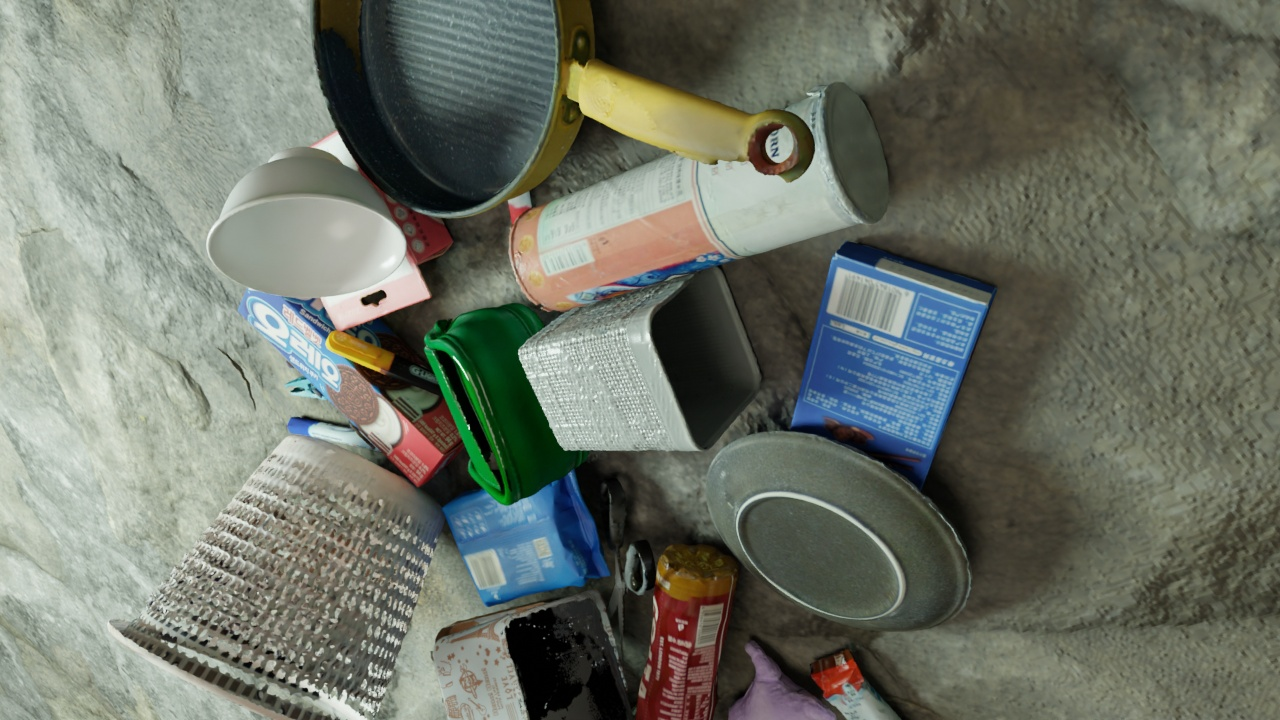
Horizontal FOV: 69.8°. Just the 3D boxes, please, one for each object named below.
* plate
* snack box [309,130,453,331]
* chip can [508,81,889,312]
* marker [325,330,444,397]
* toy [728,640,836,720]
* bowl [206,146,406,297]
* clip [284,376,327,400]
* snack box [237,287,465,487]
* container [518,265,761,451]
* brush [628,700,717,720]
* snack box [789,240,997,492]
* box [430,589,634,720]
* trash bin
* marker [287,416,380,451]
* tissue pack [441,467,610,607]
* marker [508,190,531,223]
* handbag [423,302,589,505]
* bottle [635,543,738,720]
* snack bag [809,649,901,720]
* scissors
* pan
[{"bbox_3d":[0.116,0.119,0.584,0.179,0.024,0.180,24,141,21],"label":"plate"},{"bbox_3d":[-0.202,-0.097,0.663,0.113,0.044,0.127,-14,108,36],"label":"snack box"},{"bbox_3d":[0.023,-0.082,0.513,0.215,0.071,0.071,-13,110,37],"label":"chip can"},{"bbox_3d":[-0.179,0.007,0.700,0.124,0.018,0.015,25,142,-16],"label":"marker"},{"bbox_3d":[0.098,0.272,0.703,0.084,0.038,0.108,41,137,27],"label":"toy"},{"bbox_3d":[-0.213,-0.097,0.589,0.119,0.118,0.064,-33,59,40],"label":"bowl"},{"bbox_3d":[-0.294,0.022,0.813,0.057,0.015,0.049,-6,116,33],"label":"clip"},{"bbox_3d":[-0.223,0.004,0.729,0.207,0.057,0.058,45,131,1],"label":"snack box"},{"bbox_3d":[-0.003,0.003,0.572,0.115,0.090,0.090,-9,112,38],"label":"container"},{"bbox_3d":[0.008,0.326,0.775,0.069,0.063,0.146,54,133,11],"label":"brush"},{"bbox_3d":[0.137,0.016,0.530,0.084,0.026,0.157,22,127,20],"label":"snack box"},{"bbox_3d":[-0.111,0.292,0.732,0.193,0.156,0.183,-23,76,26],"label":"box"},{"bbox_3d":[-0.267,0.176,0.744,0.227,0.191,0.228,22,159,9],"label":"trash bin"},{"bbox_3d":[-0.258,0.068,0.816,0.146,0.016,0.017,7,121,29],"label":"marker"},{"bbox_3d":[-0.088,0.135,0.719,0.158,0.052,0.095,-23,89,39],"label":"tissue pack"},{"bbox_3d":[-0.083,-0.136,0.583,0.017,0.017,0.145,9,122,28],"label":"marker"},{"bbox_3d":[-0.099,0.027,0.647,0.120,0.067,0.131,14,126,58],"label":"handbag"},{"bbox_3d":[0.030,0.224,0.667,0.057,0.057,0.175,14,103,25],"label":"bottle"},{"bbox_3d":[0.166,0.254,0.656,0.104,0.026,0.048,47,138,-2],"label":"snack bag"},{"bbox_3d":[-0.015,0.166,0.699,0.171,0.014,0.159,168,91,-70],"label":"scissors"},{"bbox_3d":[-0.058,-0.152,0.483,0.358,0.078,0.198,22,119,28],"label":"pan"}]
